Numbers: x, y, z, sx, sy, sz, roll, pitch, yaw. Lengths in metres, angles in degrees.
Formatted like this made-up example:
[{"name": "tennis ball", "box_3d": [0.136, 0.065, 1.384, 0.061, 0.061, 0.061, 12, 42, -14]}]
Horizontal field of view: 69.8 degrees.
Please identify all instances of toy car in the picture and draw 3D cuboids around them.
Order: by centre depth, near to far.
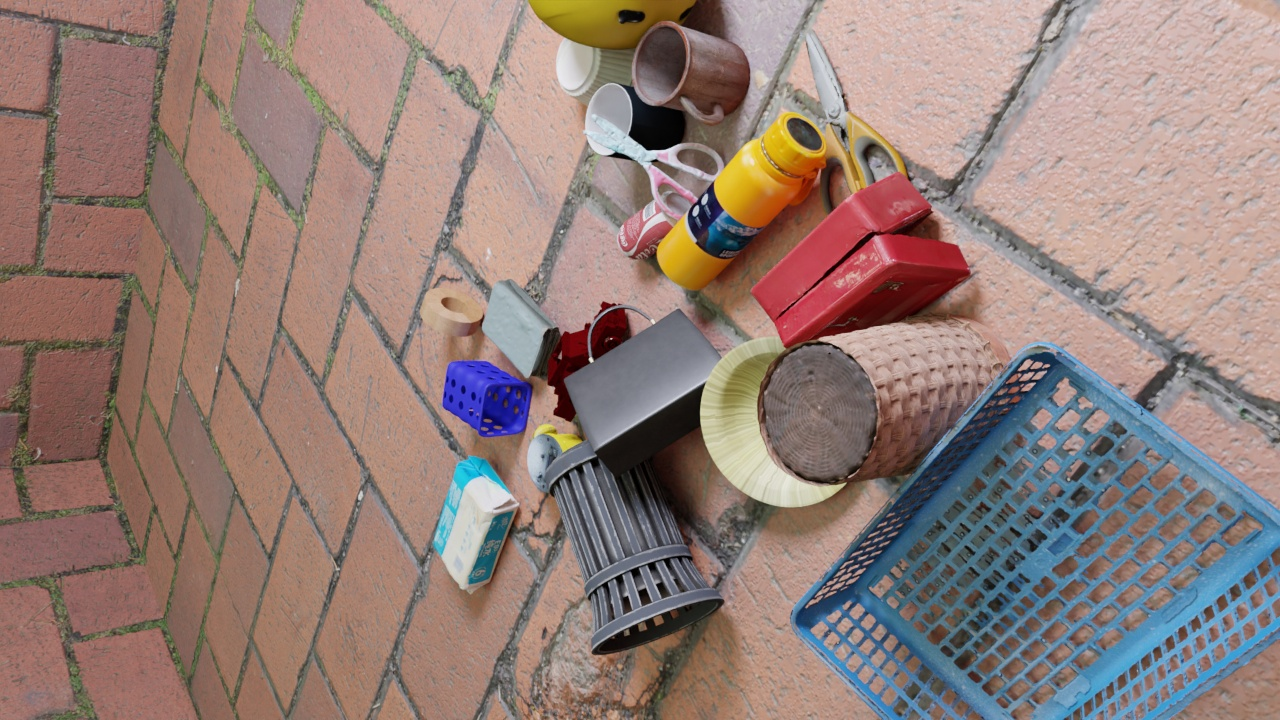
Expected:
[{"name": "toy car", "box_3d": [-0.079, -0.002, 1.217, 0.170, 0.062, 0.070, -58, 21, 31]}]

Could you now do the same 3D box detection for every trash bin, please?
[{"name": "trash bin", "box_3d": [0.218, 0.032, 0.812, 0.151, 0.209, 0.151, 2, 93, 46]}, {"name": "trash bin", "box_3d": [-0.018, 0.216, 1.115, 0.165, 0.164, 0.227, -44, 58, 39]}]

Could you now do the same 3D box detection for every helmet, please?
[{"name": "helmet", "box_3d": [-0.039, -0.436, 1.079, 0.240, 0.208, 0.140, 51, 141, 29]}]

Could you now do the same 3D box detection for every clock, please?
[{"name": "clock", "box_3d": [-0.124, 0.137, 1.291, 0.119, 0.057, 0.083, 24, 110, 43]}]

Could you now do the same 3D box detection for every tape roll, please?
[{"name": "tape roll", "box_3d": [-0.296, -0.076, 1.436, 0.094, 0.093, 0.027, 48, 124, 34]}]

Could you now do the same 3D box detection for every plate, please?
[{"name": "plate", "box_3d": [0.156, 0.063, 0.987, 0.185, 0.036, 0.184, 7, 103, 29]}]

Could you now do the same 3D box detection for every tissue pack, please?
[{"name": "tissue pack", "box_3d": [-0.264, 0.262, 1.442, 0.117, 0.065, 0.210, 44, 123, 35]}]

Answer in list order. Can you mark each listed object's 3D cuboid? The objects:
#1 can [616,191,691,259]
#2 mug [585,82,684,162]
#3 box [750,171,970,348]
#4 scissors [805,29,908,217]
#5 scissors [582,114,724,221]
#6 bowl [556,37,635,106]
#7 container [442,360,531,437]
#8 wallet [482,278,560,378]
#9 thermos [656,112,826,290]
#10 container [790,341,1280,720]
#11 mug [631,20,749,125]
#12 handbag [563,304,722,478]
[{"name": "can", "box_3d": [0.017, -0.164, 1.128, 0.097, 0.054, 0.054, -30, 71, 43]}, {"name": "mug", "box_3d": [-0.014, -0.297, 1.125, 0.121, 0.094, 0.085, 48, 124, 34]}, {"name": "box", "box_3d": [0.198, -0.095, 0.880, 0.158, 0.136, 0.126, -41, 62, 43]}, {"name": "scissors", "box_3d": [0.214, -0.247, 0.941, 0.114, 0.016, 0.229, -19, 78, 45]}, {"name": "scissors", "box_3d": [0.017, -0.243, 1.060, 0.101, 0.178, 0.016, -53, 11, 2]}, {"name": "bowl", "box_3d": [-0.063, -0.385, 1.194, 0.115, 0.062, 0.115, 3, 95, 47]}, {"name": "container", "box_3d": [-0.234, 0.055, 1.385, 0.114, 0.085, 0.084, 25, 109, 44]}, {"name": "wallet", "box_3d": [-0.173, -0.046, 1.339, 0.131, 0.054, 0.101, 48, 133, 32]}, {"name": "thermos", "box_3d": [0.112, -0.172, 1.000, 0.076, 0.091, 0.233, 56, 138, 11]}, {"name": "container", "box_3d": [0.324, 0.184, 0.762, 0.257, 0.089, 0.363, 43, 123, 18]}, {"name": "mug", "box_3d": [0.064, -0.313, 1.034, 0.097, 0.110, 0.123, -40, 64, 46]}, {"name": "handbag", "box_3d": [-0.006, 0.007, 1.096, 0.176, 0.072, 0.195, -32, 53, 0]}]
